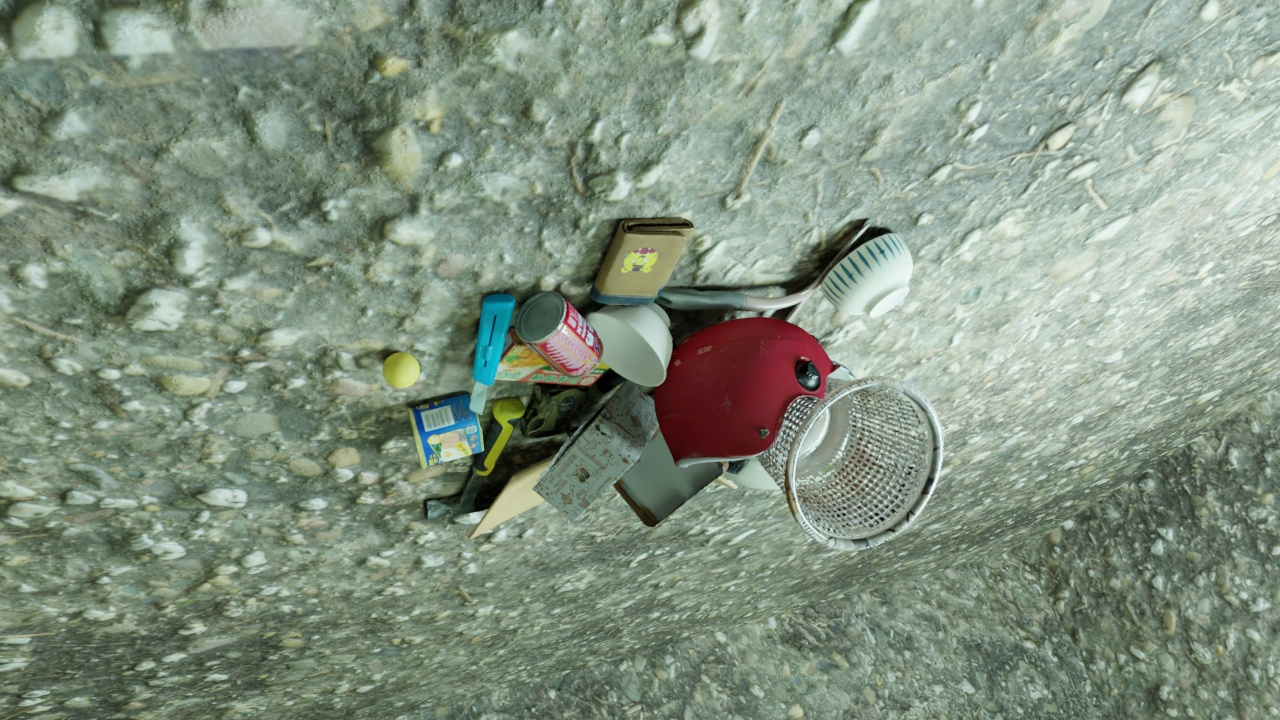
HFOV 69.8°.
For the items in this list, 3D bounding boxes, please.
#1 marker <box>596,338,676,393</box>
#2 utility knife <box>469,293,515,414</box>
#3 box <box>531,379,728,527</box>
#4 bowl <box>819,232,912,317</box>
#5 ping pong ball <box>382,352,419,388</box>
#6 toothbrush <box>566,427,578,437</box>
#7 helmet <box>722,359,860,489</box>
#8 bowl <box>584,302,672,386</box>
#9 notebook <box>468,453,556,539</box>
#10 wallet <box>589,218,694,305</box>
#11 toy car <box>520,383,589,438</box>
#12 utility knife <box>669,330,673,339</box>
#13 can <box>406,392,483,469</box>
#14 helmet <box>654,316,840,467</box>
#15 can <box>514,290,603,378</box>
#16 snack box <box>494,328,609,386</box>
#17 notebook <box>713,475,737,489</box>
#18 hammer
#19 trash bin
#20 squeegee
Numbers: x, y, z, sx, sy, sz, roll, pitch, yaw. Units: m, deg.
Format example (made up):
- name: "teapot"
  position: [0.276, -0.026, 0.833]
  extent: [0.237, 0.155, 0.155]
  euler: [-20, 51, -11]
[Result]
- name: "marker"
  position: [-0.007, 0.007, 1.200]
  extent: [0.022, 0.020, 0.132]
  euler: [35, 130, -29]
- name: "utility knife"
  position: [-0.176, -0.002, 1.055]
  extent: [0.034, 0.018, 0.205]
  euler: [10, 137, -11]
- name: "box"
  position: [-0.010, 0.157, 1.269]
  extent: [0.184, 0.193, 0.156]
  euler: [-47, -177, 36]
- name: "bowl"
  position: [0.290, -0.096, 1.138]
  extent: [0.116, 0.066, 0.117]
  euler: [-28, 160, -11]
- name: "ping pong ball"
  position: [-0.268, 0.011, 1.029]
  extent: [0.040, 0.040, 0.040]
  euler: [-15, 153, -8]
- name: "toothbrush"
  position: [-0.010, 0.077, 1.325]
  extent: [0.213, 0.026, 0.027]
  euler: [-19, 147, 15]
- name: "helmet"
  position: [0.221, 0.120, 1.418]
  extent: [0.274, 0.156, 0.230]
  euler: [-23, 152, 8]
- name: "bowl"
  position: [-0.003, -0.033, 1.077]
  extent: [0.064, 0.118, 0.118]
  euler: [-51, 164, -25]
- name: "notebook"
  position: [-0.174, 0.200, 1.416]
  extent: [0.149, 0.012, 0.212]
  euler: [-23, 161, -41]
- name: "wallet"
  position: [0.001, -0.107, 0.997]
  extent: [0.090, 0.033, 0.116]
  euler: [-4, 146, -25]
- name: "toy car"
  position: [-0.116, 0.071, 1.240]
  extent: [0.070, 0.042, 0.159]
  euler: [-5, 152, -24]
- name: "utility knife"
  position: [0.037, 0.010, 1.259]
  extent: [0.031, 0.021, 0.207]
  euler: [-13, 157, 0]
- name: "can"
  position: [-0.248, 0.090, 1.173]
  extent: [0.083, 0.057, 0.102]
  euler: [-14, 153, -15]
- name: "helmet"
  position: [0.118, 0.017, 1.121]
  extent: [0.239, 0.144, 0.207]
  euler: [-36, -171, -29]
- name: "can"
  position: [-0.089, -0.027, 1.031]
  extent: [0.067, 0.066, 0.094]
  euler: [-27, 141, 14]
- name: "snack box"
  position: [-0.107, -0.002, 1.123]
  extent: [0.155, 0.027, 0.077]
  euler: [5, 145, -38]
- name: "notebook"
  position: [0.054, 0.158, 1.443]
  extent: [0.148, 0.008, 0.207]
  euler: [15, 168, 29]
- name: "hammer"
  position: [-0.222, 0.147, 1.322]
  extent: [0.126, 0.032, 0.324]
  euler: [-4, 149, -27]
- name: "trash bin"
  position: [0.249, 0.110, 1.215]
  extent: [0.227, 0.227, 0.192]
  euler: [-5, -166, -19]
- name: "squeegee"
  position: [0.128, -0.077, 1.126]
  extent: [0.249, 0.040, 0.248]
  euler: [-5, 151, -25]
